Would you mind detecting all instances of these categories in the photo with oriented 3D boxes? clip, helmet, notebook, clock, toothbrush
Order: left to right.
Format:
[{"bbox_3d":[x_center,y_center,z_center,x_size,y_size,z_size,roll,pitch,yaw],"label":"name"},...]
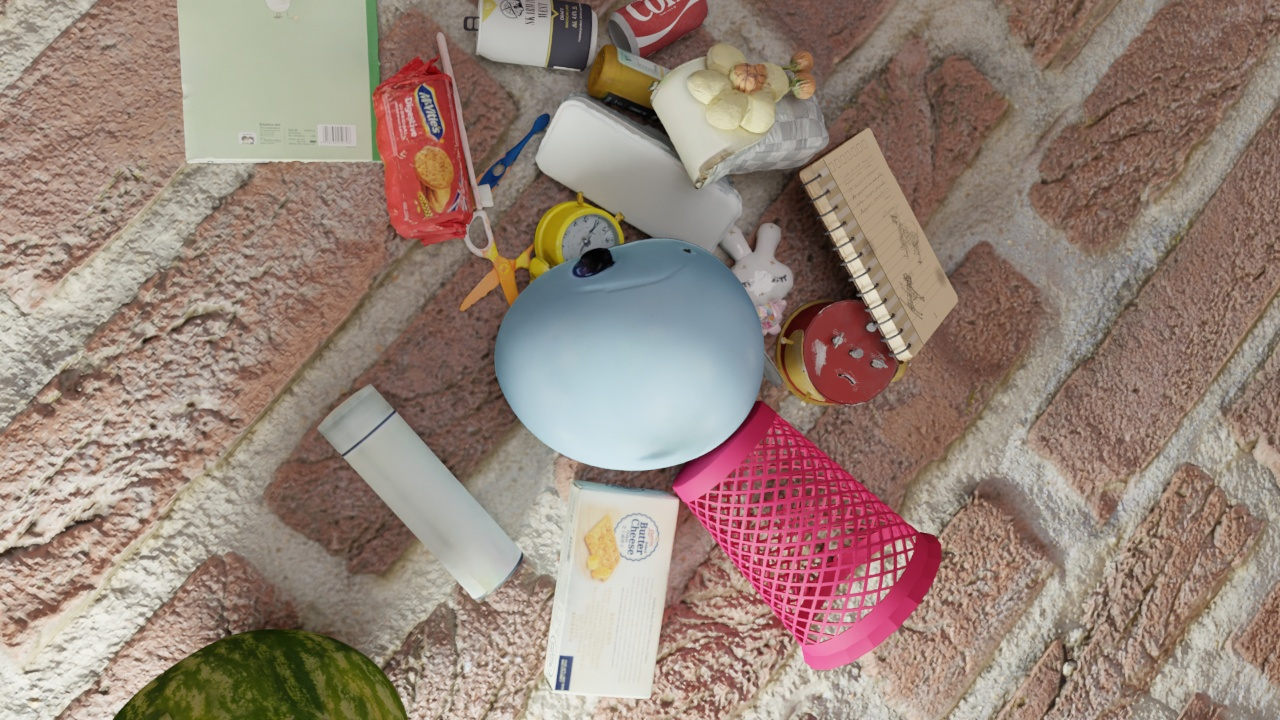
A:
[{"bbox_3d":[-0.321,0.343,0.781,0.242,0.247,0.213,-29,123,-50],"label":"helmet"},{"bbox_3d":[-0.344,-0.316,0.878,0.181,0.010,0.252,-3,92,-13],"label":"notebook"},{"bbox_3d":[-0.175,-0.238,0.909,0.018,0.016,0.181,-14,89,-13],"label":"toothbrush"},{"bbox_3d":[-0.138,-0.199,0.928,0.021,0.017,0.135,42,85,-7],"label":"toothbrush"},{"bbox_3d":[-0.066,-0.105,0.917,0.083,0.057,0.118,24,90,-31],"label":"clock"},{"bbox_3d":[-0.005,0.005,0.871,0.265,0.166,0.226,-12,116,-4],"label":"helmet"},{"bbox_3d":[0.125,0.005,0.975,0.038,0.101,0.054,-21,140,-8],"label":"clip"},{"bbox_3d":[0.229,-0.014,0.981,0.158,0.081,0.117,-20,95,-12],"label":"clock"},{"bbox_3d":[0.256,-0.124,0.970,0.167,0.024,0.225,-38,101,-45],"label":"notebook"}]

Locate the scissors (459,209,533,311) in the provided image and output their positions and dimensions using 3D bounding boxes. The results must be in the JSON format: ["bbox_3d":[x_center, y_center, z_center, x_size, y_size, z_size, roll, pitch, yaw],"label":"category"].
[{"bbox_3d":[-0.141,-0.098,0.929,0.125,0.011,0.129,-45,99,-10],"label":"scissors"}]

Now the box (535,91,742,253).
[{"bbox_3d":[0.001,-0.200,0.952,0.216,0.109,0.108,31,126,-10],"label":"box"}]

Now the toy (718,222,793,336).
[{"bbox_3d":[0.124,-0.087,0.973,0.076,0.037,0.125,-6,80,-5],"label":"toy"}]

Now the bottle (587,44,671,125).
[{"bbox_3d":[0.039,-0.264,0.941,0.186,0.053,0.053,16,87,-22],"label":"bottle"}]

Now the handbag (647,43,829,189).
[{"bbox_3d":[0.109,-0.240,0.873,0.171,0.124,0.112,-17,74,-33],"label":"handbag"}]

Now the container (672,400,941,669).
[{"bbox_3d":[0.156,0.163,0.931,0.226,0.183,0.183,45,81,-2],"label":"container"}]

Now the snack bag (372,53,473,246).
[{"bbox_3d":[-0.211,-0.198,0.879,0.082,0.082,0.176,-10,92,-13],"label":"snack bag"}]

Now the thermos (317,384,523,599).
[{"bbox_3d":[-0.211,0.128,0.890,0.068,0.068,0.230,-41,99,-10],"label":"thermos"}]

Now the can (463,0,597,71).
[{"bbox_3d":[-0.109,-0.325,0.905,0.127,0.064,0.064,3,90,-13],"label":"can"}]

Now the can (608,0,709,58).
[{"bbox_3d":[0.019,-0.350,0.940,0.096,0.054,0.054,-32,98,-11],"label":"can"}]

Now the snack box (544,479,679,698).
[{"bbox_3d":[-0.030,0.232,0.938,0.104,0.057,0.208,8,90,-14],"label":"snack box"}]
